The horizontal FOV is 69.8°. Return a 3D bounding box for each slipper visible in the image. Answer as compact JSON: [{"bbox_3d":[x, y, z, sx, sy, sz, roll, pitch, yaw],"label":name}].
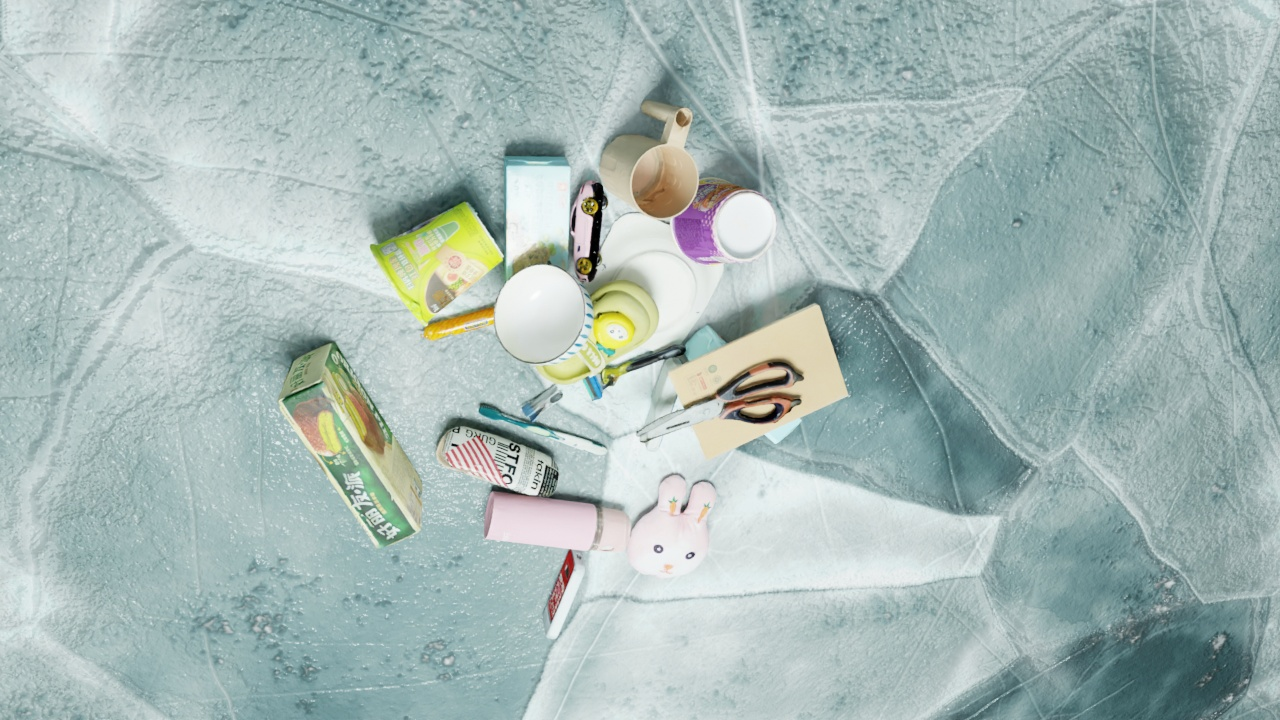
[{"bbox_3d":[-0.059,-0.018,1.132,0.191,0.081,0.091,-34,115,29],"label":"slipper"}]

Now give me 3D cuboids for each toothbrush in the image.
[{"bbox_3d":[-0.129,0.094,1.232,0.191,0.018,0.016,21,109,-23],"label":"toothbrush"}]

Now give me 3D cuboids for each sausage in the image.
[{"bbox_3d":[-0.193,-0.053,1.142,0.165,0.021,0.021,-16,117,-4],"label":"sausage"}]

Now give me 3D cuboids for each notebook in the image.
[{"bbox_3d":[0.154,0.030,1.179,0.207,0.008,0.148,-25,118,0],"label":"notebook"}]

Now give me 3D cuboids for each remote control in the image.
[{"bbox_3d":[0.029,0.058,1.228,0.024,0.049,0.125,12,112,-15],"label":"remote control"},{"bbox_3d":[-0.112,0.337,1.329,0.020,0.056,0.136,15,112,-20],"label":"remote control"}]

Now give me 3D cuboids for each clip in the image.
[{"bbox_3d":[-0.128,0.056,1.209,0.058,0.026,0.038,-39,128,-1],"label":"clip"}]

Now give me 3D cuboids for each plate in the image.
[{"bbox_3d":[0.014,-0.090,1.162,0.163,0.034,0.164,22,109,-20],"label":"plate"}]

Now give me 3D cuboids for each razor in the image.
[{"bbox_3d":[-0.007,0.007,1.208,0.143,0.022,0.043,-22,123,4],"label":"razor"}]

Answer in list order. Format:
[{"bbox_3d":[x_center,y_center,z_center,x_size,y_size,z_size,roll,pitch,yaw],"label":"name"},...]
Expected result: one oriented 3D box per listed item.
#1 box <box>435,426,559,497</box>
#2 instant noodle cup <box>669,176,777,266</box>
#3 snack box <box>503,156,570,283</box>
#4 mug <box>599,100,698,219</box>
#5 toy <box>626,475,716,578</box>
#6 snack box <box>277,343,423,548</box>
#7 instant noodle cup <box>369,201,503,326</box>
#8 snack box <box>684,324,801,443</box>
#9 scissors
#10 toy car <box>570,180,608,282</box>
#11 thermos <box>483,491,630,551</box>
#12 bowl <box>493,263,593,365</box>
[{"bbox_3d":[-0.192,0.138,1.220,0.163,0.076,0.087,20,149,-20],"label":"box"},{"bbox_3d":[0.105,-0.164,1.096,0.111,0.099,0.111,-4,102,-21],"label":"instant noodle cup"},{"bbox_3d":[-0.124,-0.154,1.091,0.074,0.051,0.175,-1,116,-10],"label":"snack box"},{"bbox_3d":[0.012,-0.232,1.047,0.084,0.103,0.125,8,107,-27],"label":"mug"},{"bbox_3d":[0.047,0.243,1.323,0.121,0.054,0.159,13,104,-18],"label":"toy"},{"bbox_3d":[-0.350,0.106,1.134,0.063,0.114,0.240,-24,118,1],"label":"snack box"},{"bbox_3d":[-0.229,-0.119,1.060,0.123,0.111,0.112,-34,118,-3],"label":"instant noodle cup"},{"bbox_3d":[0.135,0.032,1.224,0.052,0.074,0.175,-44,116,10],"label":"snack box"},{"bbox_3d":[0.103,0.071,1.173,0.185,0.015,0.209,32,105,-25],"label":"scissors"},{"bbox_3d":[-0.065,-0.154,1.099,0.037,0.056,0.122,10,107,12],"label":"toy car"},{"bbox_3d":[-0.117,0.231,1.278,0.198,0.067,0.087,10,144,-18],"label":"thermos"},{"bbox_3d":[-0.105,-0.049,1.068,0.117,0.066,0.116,-3,82,20],"label":"bowl"}]
